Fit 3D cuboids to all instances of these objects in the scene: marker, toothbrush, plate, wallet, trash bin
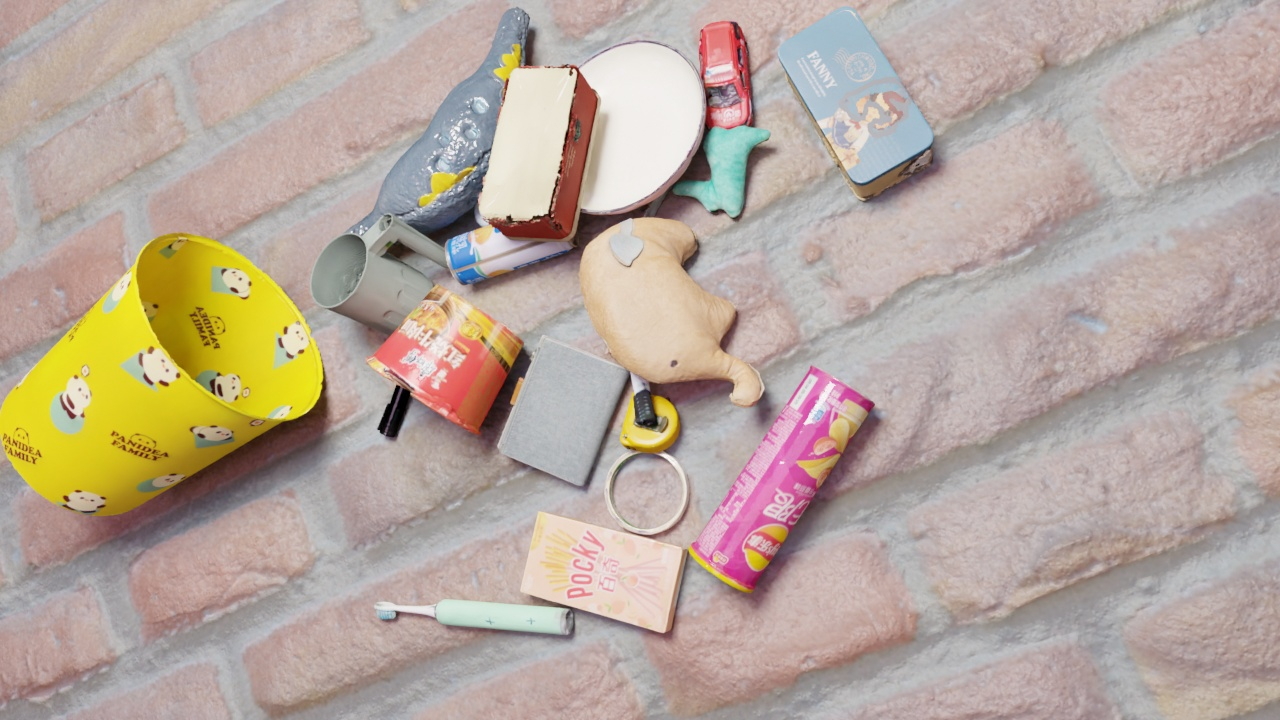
[{"bbox_3d":[-0.258,0.020,1.010,0.022,0.020,0.132,20,89,29],"label":"marker"},{"bbox_3d":[-0.177,0.262,0.947,0.225,0.026,0.027,0,104,17],"label":"toothbrush"},{"bbox_3d":[-0.015,-0.235,0.947,0.193,0.039,0.192,-8,71,26],"label":"plate"},{"bbox_3d":[-0.081,0.050,0.943,0.106,0.037,0.129,22,90,8],"label":"wallet"},{"bbox_3d":[-0.005,0.005,0.916,0.023,0.018,0.130,-20,59,12],"label":"marker"},{"bbox_3d":[-0.521,0.028,0.992,0.256,0.229,0.229,-33,74,16],"label":"trash bin"}]

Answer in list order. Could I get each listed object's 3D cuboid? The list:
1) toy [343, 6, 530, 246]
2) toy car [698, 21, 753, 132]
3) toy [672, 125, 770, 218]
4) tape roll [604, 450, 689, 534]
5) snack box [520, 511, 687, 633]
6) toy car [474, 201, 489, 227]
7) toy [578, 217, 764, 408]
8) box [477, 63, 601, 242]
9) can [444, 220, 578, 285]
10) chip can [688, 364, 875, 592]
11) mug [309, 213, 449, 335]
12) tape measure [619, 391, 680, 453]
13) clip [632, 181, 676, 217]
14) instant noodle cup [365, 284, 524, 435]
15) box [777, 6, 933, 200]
[{"bbox_3d":[-0.211,-0.218,0.986,0.356,0.091,0.138,-50,53,5],"label":"toy"},{"bbox_3d":[0.085,-0.288,0.935,0.053,0.045,0.120,-8,82,17],"label":"toy car"},{"bbox_3d":[0.080,-0.189,0.923,0.096,0.030,0.092,5,102,15],"label":"toy"},{"bbox_3d":[0.006,0.130,0.917,0.086,0.014,0.085,-2,82,17],"label":"tape roll"},{"bbox_3d":[-0.037,0.209,0.912,0.157,0.026,0.084,11,86,18],"label":"snack box"},{"bbox_3d":[-0.139,-0.171,0.993,0.091,0.034,0.043,-21,80,15],"label":"toy car"},{"bbox_3d":[0.027,-0.037,0.892,0.143,0.083,0.226,-25,75,-10],"label":"toy"},{"bbox_3d":[-0.104,-0.209,0.913,0.091,0.077,0.168,5,77,21],"label":"box"},{"bbox_3d":[-0.136,-0.124,0.974,0.135,0.053,0.053,-16,78,14],"label":"can"},{"bbox_3d":[0.131,0.109,0.852,0.071,0.071,0.210,34,93,18],"label":"chip can"},{"bbox_3d":[-0.268,-0.089,0.972,0.124,0.103,0.083,-40,56,13],"label":"mug"},{"bbox_3d":[0.010,0.062,0.910,0.057,0.029,0.060,9,67,17],"label":"tape measure"},{"bbox_3d":[0.016,-0.171,0.950,0.029,0.024,0.057,45,101,21],"label":"clip"},{"bbox_3d":[-0.193,-0.004,0.941,0.138,0.138,0.108,31,83,18],"label":"instant noodle cup"},{"bbox_3d":[0.205,-0.252,0.886,0.090,0.059,0.184,-31,76,10],"label":"box"}]
